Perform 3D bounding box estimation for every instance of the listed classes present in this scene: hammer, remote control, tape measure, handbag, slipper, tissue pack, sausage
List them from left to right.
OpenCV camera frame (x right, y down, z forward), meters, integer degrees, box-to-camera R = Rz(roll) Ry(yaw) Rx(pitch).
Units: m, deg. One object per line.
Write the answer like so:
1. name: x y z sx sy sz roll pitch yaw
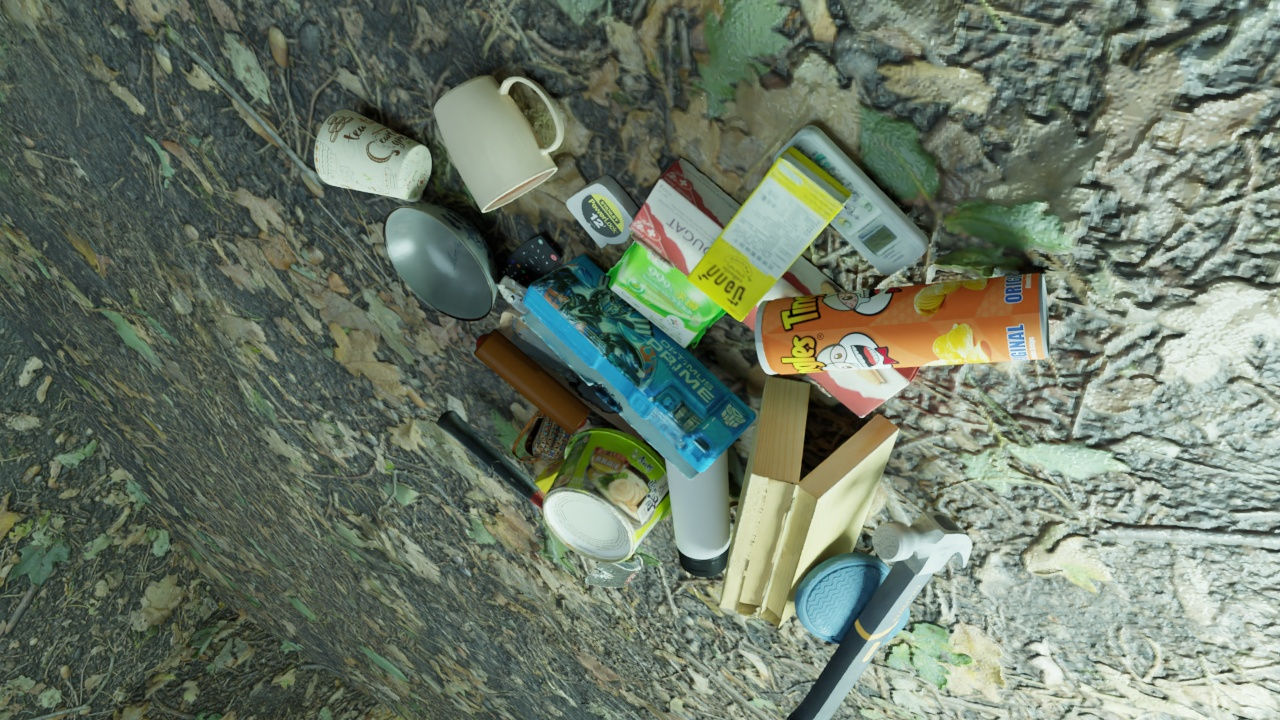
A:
1. remote control: -0.126 -0.103 0.997 0.039 0.010 0.125 49 143 -12
2. sausage: -0.123 0.024 1.041 0.155 0.040 0.040 41 144 -6
3. handbag: -0.135 0.086 1.150 0.043 0.093 0.196 22 158 -19
4. hammer: -0.137 0.173 1.172 0.326 0.036 0.140 39 -175 13
5. tape measure: -0.033 -0.139 0.870 0.064 0.016 0.065 50 143 -14
6. tissue pack: 0.029 -0.071 0.876 0.114 0.034 0.100 38 143 -2
7. remote control: 0.163 -0.124 0.708 0.133 0.022 0.050 44 143 -5
8. slipper: 0.227 0.254 0.977 0.213 0.104 0.059 40 -173 -45
9. hammer: 0.227 0.276 0.927 0.035 0.139 0.313 52 130 41

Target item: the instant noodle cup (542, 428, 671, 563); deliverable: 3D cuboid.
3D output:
1. instant noodle cup: -0.041 0.160 1.059 0.146 0.097 0.146 18 134 19

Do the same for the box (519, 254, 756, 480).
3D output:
1. box: -0.006 0.006 0.909 0.243 0.090 0.066 44 136 9

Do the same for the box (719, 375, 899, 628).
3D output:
1. box: 0.154 0.155 0.925 0.148 0.140 0.249 19 140 15

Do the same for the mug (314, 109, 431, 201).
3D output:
1. mug: -0.275 -0.203 0.984 0.097 0.081 0.122 20 161 14

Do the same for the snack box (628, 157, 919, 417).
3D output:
1. snack box: 0.115 -0.059 0.801 0.273 0.044 0.077 39 143 0

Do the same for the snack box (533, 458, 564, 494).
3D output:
1. snack box: -0.059 0.161 1.193 0.092 0.042 0.201 46 144 -9

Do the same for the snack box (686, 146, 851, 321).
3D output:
1. snack box: 0.098 -0.097 0.732 0.061 0.025 0.149 39 136 0

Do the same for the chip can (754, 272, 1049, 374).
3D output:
1. chip can: 0.198 -0.026 0.708 0.211 0.062 0.062 -4 127 27

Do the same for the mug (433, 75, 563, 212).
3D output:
1. mug: -0.125 -0.207 0.836 0.112 0.085 0.104 -28 98 23

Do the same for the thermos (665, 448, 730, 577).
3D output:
1. thermos: 0.070 0.139 1.033 0.069 0.101 0.230 4 125 16

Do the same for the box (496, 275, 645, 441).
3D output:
1. box: -0.065 -0.004 1.013 0.216 0.063 0.157 33 164 9

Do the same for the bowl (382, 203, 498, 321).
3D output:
1. bowl: -0.209 -0.118 1.015 0.151 0.056 0.151 24 141 21
